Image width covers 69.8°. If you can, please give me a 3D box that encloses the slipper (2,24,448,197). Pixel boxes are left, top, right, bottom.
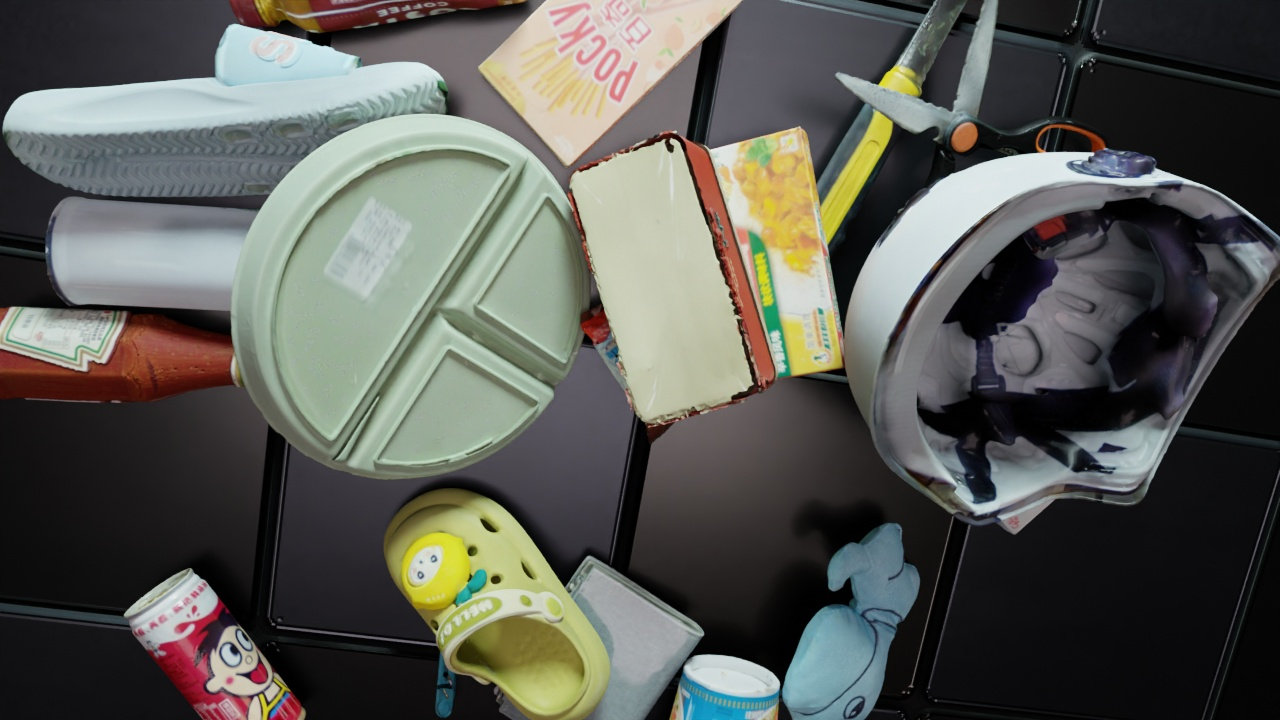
[{"bbox_3d":[-0.238,-0.148,0.545,0.245,0.104,0.074,-7,75,-10],"label":"slipper"}]

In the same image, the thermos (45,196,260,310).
[{"bbox_3d":[-0.238,-0.065,0.577,0.224,0.073,0.073,2,101,-6],"label":"thermos"}]

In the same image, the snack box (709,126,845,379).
[{"bbox_3d":[0.083,-0.065,0.598,0.077,0.027,0.156,-10,91,21],"label":"snack box"}]

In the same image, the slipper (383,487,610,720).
[{"bbox_3d":[-0.098,0.167,0.613,0.091,0.081,0.190,-44,85,2],"label":"slipper"}]

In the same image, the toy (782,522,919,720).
[{"bbox_3d":[0.151,0.205,0.665,0.156,0.050,0.161,-39,126,-17],"label":"toy"}]

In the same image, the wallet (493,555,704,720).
[{"bbox_3d":[-0.034,0.219,0.665,0.106,0.037,0.130,34,95,1],"label":"wallet"}]

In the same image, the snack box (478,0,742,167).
[{"bbox_3d":[-0.019,-0.208,0.588,0.157,0.026,0.084,-43,102,4],"label":"snack box"}]

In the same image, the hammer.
[{"bbox_3d":[0.164,-0.170,0.610,0.126,0.032,0.323,28,98,-10],"label":"hammer"}]

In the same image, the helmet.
[{"bbox_3d":[0.228,-0.030,0.563,0.258,0.145,0.229,1,120,-18],"label":"helmet"}]

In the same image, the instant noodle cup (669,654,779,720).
[{"bbox_3d":[0.058,0.277,0.663,0.099,0.099,0.110,9,91,-7],"label":"instant noodle cup"}]

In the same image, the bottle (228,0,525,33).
[{"bbox_3d":[-0.157,-0.234,0.553,0.175,0.057,0.057,-10,102,-3],"label":"bottle"}]

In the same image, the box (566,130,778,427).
[{"bbox_3d":[0.016,-0.048,0.568,0.091,0.077,0.168,-18,88,21],"label":"box"}]

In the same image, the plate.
[{"bbox_3d":[-0.124,-0.030,0.556,0.229,0.027,0.230,-15,116,-33],"label":"plate"}]

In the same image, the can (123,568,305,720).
[{"bbox_3d":[-0.292,0.211,0.632,0.053,0.053,0.133,-31,102,1],"label":"can"}]

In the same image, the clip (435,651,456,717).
[{"bbox_3d":[-0.141,0.229,0.667,0.014,0.046,0.057,5,97,-4],"label":"clip"}]

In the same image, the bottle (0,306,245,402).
[{"bbox_3d":[-0.305,-0.001,0.588,0.206,0.060,0.060,2,101,-9],"label":"bottle"}]

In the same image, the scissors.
[{"bbox_3d":[0.209,-0.130,0.601,0.230,0.021,0.221,13,112,-25],"label":"scissors"}]

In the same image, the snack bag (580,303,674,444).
[{"bbox_3d":[-0.004,0.004,0.627,0.048,0.026,0.104,-40,105,-38],"label":"snack bag"}]

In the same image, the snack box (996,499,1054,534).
[{"bbox_3d":[0.301,0.044,0.668,0.157,0.027,0.084,-43,102,3],"label":"snack box"}]
